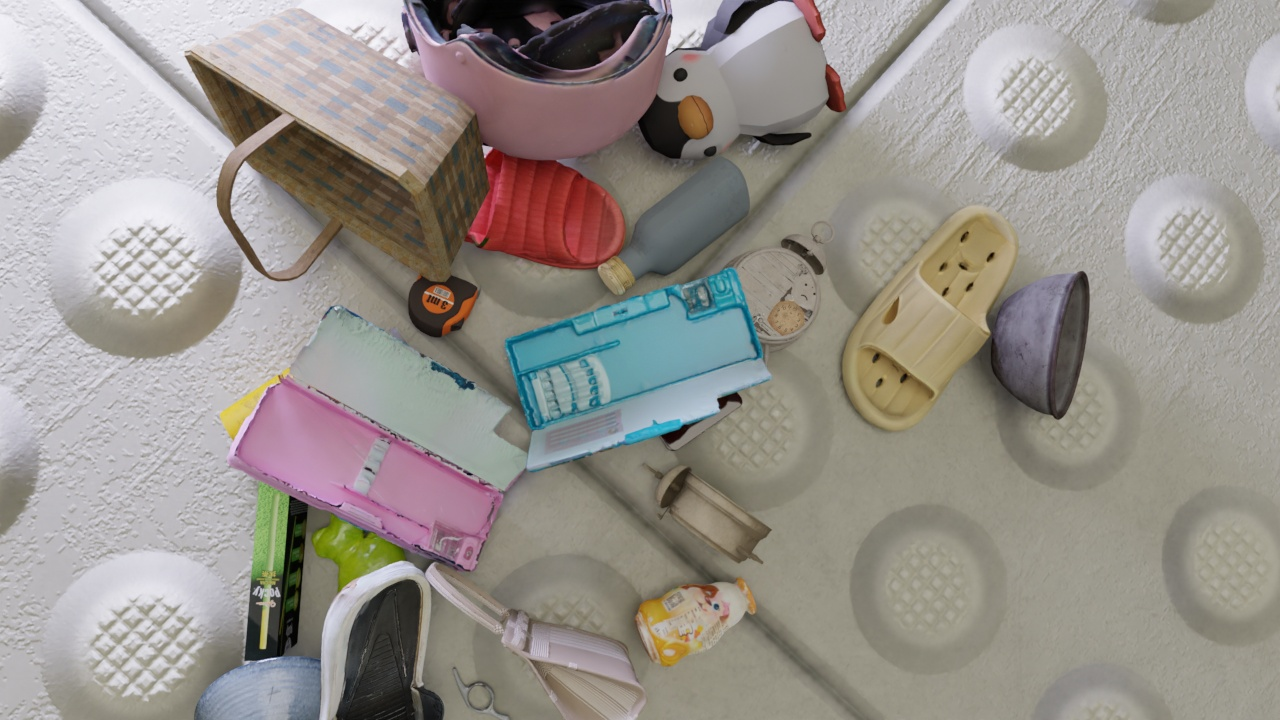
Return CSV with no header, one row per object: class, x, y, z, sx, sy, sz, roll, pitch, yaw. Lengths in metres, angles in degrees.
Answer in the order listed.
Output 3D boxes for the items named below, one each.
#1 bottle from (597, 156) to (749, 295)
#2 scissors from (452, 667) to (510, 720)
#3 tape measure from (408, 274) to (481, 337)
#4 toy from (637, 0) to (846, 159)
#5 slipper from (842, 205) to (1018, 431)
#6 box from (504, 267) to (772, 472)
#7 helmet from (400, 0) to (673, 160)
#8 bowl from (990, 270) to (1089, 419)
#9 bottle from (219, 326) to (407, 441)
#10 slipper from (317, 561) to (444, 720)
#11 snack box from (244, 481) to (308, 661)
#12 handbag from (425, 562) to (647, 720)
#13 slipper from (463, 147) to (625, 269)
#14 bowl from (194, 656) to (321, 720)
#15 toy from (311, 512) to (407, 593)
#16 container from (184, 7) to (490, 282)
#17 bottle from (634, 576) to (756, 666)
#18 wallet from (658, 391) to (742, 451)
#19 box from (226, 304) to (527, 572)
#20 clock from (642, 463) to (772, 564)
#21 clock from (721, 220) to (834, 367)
bottle,0.031,-0.123,0.881,0.161,0.072,0.046,-39,57,-11
scissors,-0.104,0.336,0.837,0.161,0.014,0.117,1,84,-6
tape measure,-0.188,-0.051,0.860,0.058,0.038,0.058,21,67,-6
toy,0.080,-0.267,0.894,0.184,0.140,0.159,-27,119,-1
slipper,0.298,-0.052,0.911,0.111,0.079,0.261,36,79,0
box,0.000,0.017,0.834,0.227,0.085,0.170,-18,54,4
helmet,-0.088,-0.279,0.827,0.229,0.153,0.255,-22,54,-20
bowl,0.391,-0.018,0.906,0.067,0.145,0.145,10,79,34
bottle,-0.281,0.025,0.818,0.163,0.071,0.071,-36,90,-11
slipper,-0.204,0.290,0.741,0.111,0.063,0.264,-14,117,-48
snack box,-0.311,0.175,0.791,0.025,0.080,0.147,3,83,-8
handbag,-0.096,0.230,0.772,0.198,0.176,0.062,35,81,0
slipper,-0.133,-0.152,0.867,0.248,0.059,0.103,12,82,-6
bowl,-0.294,0.311,0.753,0.137,0.057,0.137,-8,125,-12
toy,-0.250,0.175,0.824,0.093,0.036,0.094,28,74,1
container,-0.270,-0.161,0.774,0.250,0.158,0.186,32,67,13
bottle,0.051,0.237,0.846,0.109,0.063,0.063,-20,87,-9
wallet,0.035,0.018,0.894,0.091,0.018,0.115,-33,87,-10
box,-0.211,0.071,0.792,0.230,0.063,0.160,34,81,-26
clock,0.055,0.139,0.854,0.141,0.093,0.054,34,86,22
clock,0.139,-0.077,0.897,0.103,0.061,0.156,41,81,-2
